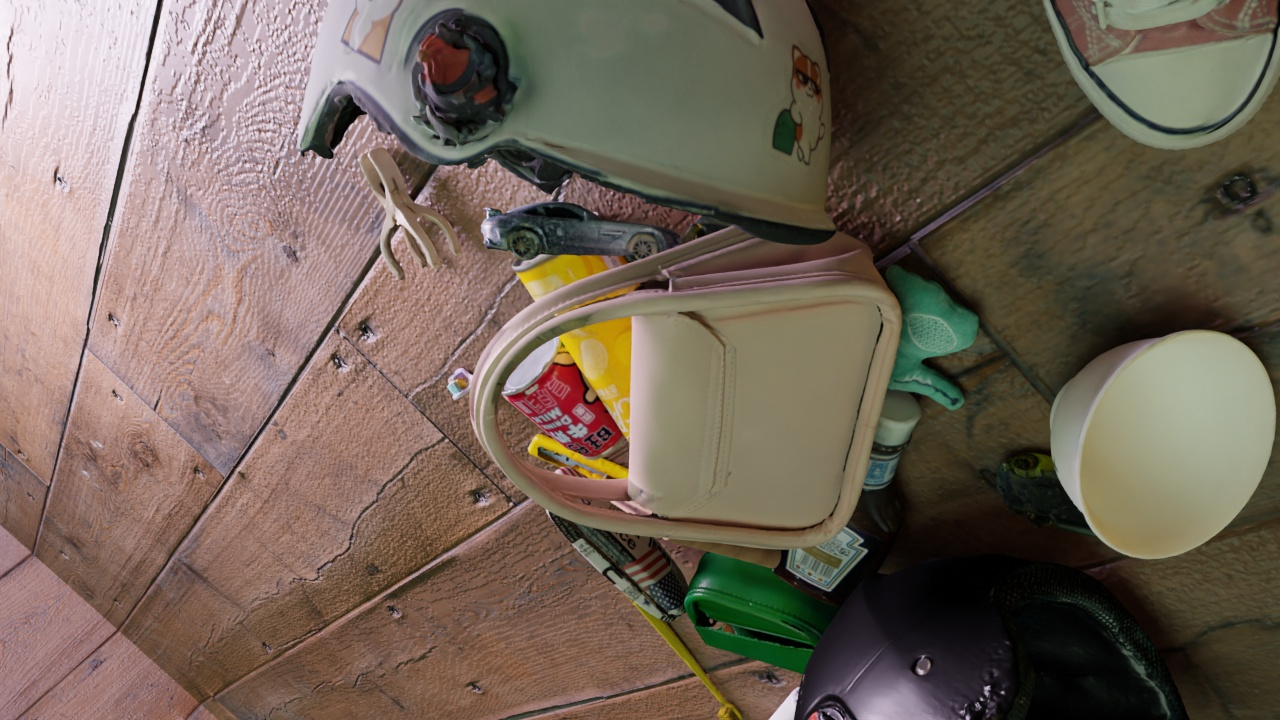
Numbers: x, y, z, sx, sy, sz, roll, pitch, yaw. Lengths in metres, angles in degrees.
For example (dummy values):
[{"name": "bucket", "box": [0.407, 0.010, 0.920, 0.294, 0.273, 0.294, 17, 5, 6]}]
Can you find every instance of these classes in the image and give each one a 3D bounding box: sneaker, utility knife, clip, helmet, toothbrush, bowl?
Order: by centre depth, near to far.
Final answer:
[{"name": "sneaker", "box": [0.182, -0.182, 0.339, 0.118, 0.087, 0.241, -5, 121, 38]}, {"name": "helmet", "box": [-0.026, -0.154, 0.440, 0.274, 0.229, 0.157, 17, 103, 36]}, {"name": "bowl", "box": [0.258, 0.036, 0.481, 0.118, 0.118, 0.065, 57, 175, -19]}, {"name": "helmet", "box": [0.205, 0.252, 0.571, 0.233, 0.274, 0.230, 37, 168, -14]}, {"name": "clip", "box": [-0.172, -0.109, 0.700, 0.095, 0.034, 0.102, 18, 127, 29]}, {"name": "toothbrush", "box": [-0.100, -0.003, 0.750, 0.021, 0.029, 0.190, 17, 153, -40]}, {"name": "utility knife", "box": [-0.034, 0.099, 0.791, 0.156, 0.015, 0.033, 20, 132, 21]}, {"name": "toothbrush", "box": [0.144, 0.327, 0.854, 0.026, 0.026, 0.222, 48, 143, 25]}, {"name": "toothbrush", "box": [0.043, 0.295, 0.905, 0.016, 0.016, 0.190, -21, 111, 45]}]

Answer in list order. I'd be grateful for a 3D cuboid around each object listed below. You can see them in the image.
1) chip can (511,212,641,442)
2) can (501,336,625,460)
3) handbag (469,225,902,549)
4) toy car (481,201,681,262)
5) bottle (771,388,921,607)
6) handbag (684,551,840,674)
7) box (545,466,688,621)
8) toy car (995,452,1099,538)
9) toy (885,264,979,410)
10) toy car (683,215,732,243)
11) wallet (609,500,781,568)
[{"name": "chip can", "box": [-0.004, 0.004, 0.645, 0.072, 0.071, 0.213, -14, 117, 42]}, {"name": "can", "box": [-0.054, 0.025, 0.692, 0.067, 0.066, 0.094, -14, 133, 42]}, {"name": "handbag", "box": [0.020, 0.022, 0.533, 0.234, 0.093, 0.194, -5, 123, -11]}, {"name": "toy car", "box": [-0.035, -0.076, 0.553, 0.120, 0.054, 0.037, 4, 95, -8]}, {"name": "bottle", "box": [0.146, 0.096, 0.640, 0.080, 0.043, 0.195, 25, 136, 16]}, {"name": "handbag", "box": [0.106, 0.210, 0.756, 0.131, 0.067, 0.120, 12, 139, 27]}, {"name": "box", "box": [-0.021, 0.155, 0.770, 0.164, 0.068, 0.052, 45, 125, -6]}, {"name": "toy car", "box": [0.266, 0.079, 0.547, 0.105, 0.032, 0.048, 6, 130, 46]}, {"name": "toy", "box": [0.165, -0.008, 0.548, 0.096, 0.030, 0.092, 33, 143, -4]}, {"name": "toy car", "box": [0.049, -0.040, 0.588, 0.053, 0.045, 0.121, 24, 123, 18]}, {"name": "wallet", "box": [0.036, 0.124, 0.696, 0.101, 0.020, 0.115, 21, 176, -28]}]
